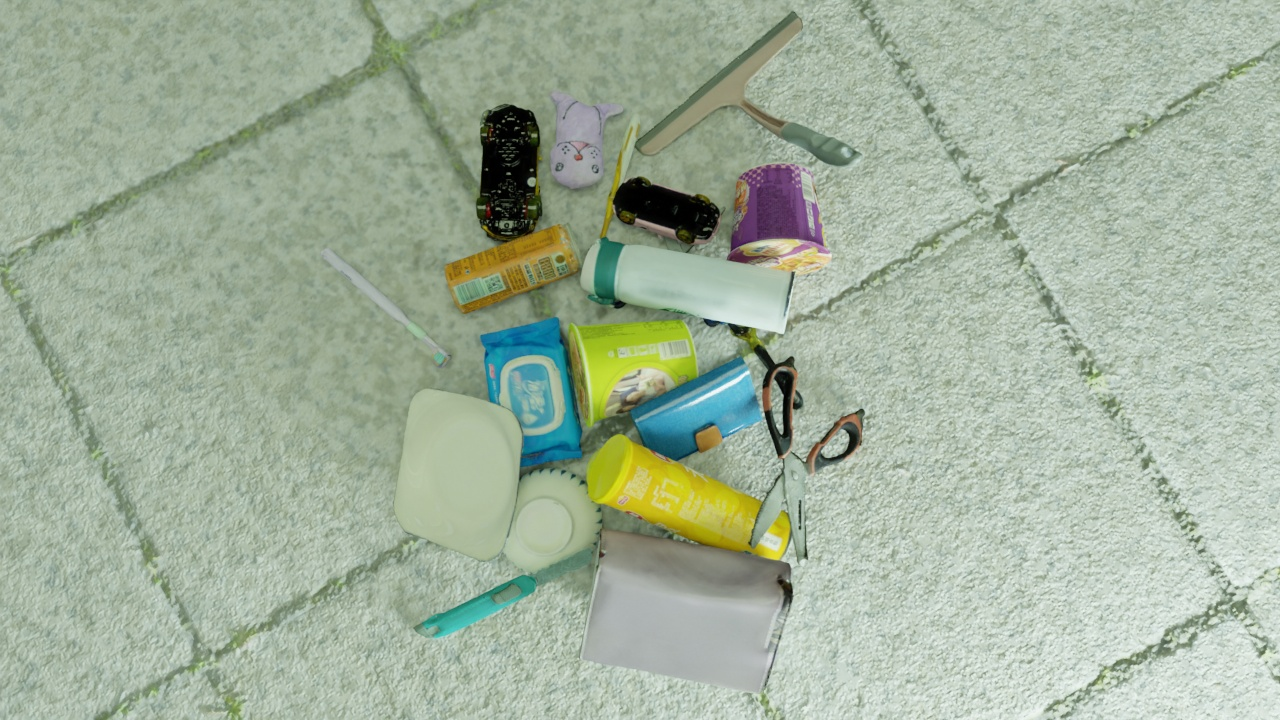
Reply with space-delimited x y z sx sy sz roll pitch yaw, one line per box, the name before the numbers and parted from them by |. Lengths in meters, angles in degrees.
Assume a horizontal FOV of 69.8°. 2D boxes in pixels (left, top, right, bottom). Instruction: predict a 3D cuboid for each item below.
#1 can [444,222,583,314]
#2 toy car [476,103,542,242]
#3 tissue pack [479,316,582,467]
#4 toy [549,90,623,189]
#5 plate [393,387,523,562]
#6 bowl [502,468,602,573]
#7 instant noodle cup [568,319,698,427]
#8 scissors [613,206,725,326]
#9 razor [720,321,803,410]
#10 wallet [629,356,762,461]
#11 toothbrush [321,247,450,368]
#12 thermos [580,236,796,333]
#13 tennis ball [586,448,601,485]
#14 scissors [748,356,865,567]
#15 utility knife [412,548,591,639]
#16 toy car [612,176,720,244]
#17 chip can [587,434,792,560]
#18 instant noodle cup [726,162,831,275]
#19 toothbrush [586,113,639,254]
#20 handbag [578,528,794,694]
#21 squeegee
can | -0.138 -0.101 1.004 0.146 0.058 0.058 -20 85 -3
toy car | -0.144 -0.210 1.023 0.071 0.041 0.155 -1 80 -1
tissue pack | -0.118 0.035 0.994 0.095 0.052 0.157 -10 84 -2
toy | -0.066 -0.244 1.030 0.084 0.039 0.108 7 83 -6
plate | -0.185 0.117 0.967 0.164 0.034 0.163 13 95 31
bowl | -0.099 0.173 0.973 0.116 0.066 0.116 0 84 0
instant noodle cup | -0.006 0.006 0.977 0.123 0.112 0.111 -10 84 -10
scissors | 0.035 -0.108 1.025 0.162 0.012 0.173 -23 77 3
razor | 0.137 -0.006 1.016 0.043 0.022 0.142 -35 84 6
wallet | 0.061 0.058 0.974 0.133 0.106 0.040 -25 52 -2
toothbrush | -0.285 -0.061 1.019 0.189 0.029 0.021 42 45 5
thermos | 0.048 -0.079 0.977 0.224 0.073 0.073 11 84 10
tennis ball | -0.026 0.122 0.979 0.065 0.065 0.065 0 84 -1
scissors | 0.167 0.101 0.967 0.226 0.015 0.189 -30 88 -31
utility knife | -0.144 0.246 0.961 0.223 0.013 0.029 -29 107 14
toy car | 0.029 -0.163 1.013 0.122 0.037 0.056 21 75 15
chip can | 0.054 0.148 0.937 0.213 0.072 0.072 26 84 -21
instant noodle cup | 0.147 -0.153 0.995 0.111 0.112 0.099 -1 75 -1
toothbrush | -0.031 -0.191 1.034 0.016 0.018 0.191 12 84 31
handbag | 0.044 0.247 0.932 0.197 0.098 0.145 11 128 -1
squeegee | 0.154 -0.253 0.987 0.247 0.040 0.249 -40 47 -5
